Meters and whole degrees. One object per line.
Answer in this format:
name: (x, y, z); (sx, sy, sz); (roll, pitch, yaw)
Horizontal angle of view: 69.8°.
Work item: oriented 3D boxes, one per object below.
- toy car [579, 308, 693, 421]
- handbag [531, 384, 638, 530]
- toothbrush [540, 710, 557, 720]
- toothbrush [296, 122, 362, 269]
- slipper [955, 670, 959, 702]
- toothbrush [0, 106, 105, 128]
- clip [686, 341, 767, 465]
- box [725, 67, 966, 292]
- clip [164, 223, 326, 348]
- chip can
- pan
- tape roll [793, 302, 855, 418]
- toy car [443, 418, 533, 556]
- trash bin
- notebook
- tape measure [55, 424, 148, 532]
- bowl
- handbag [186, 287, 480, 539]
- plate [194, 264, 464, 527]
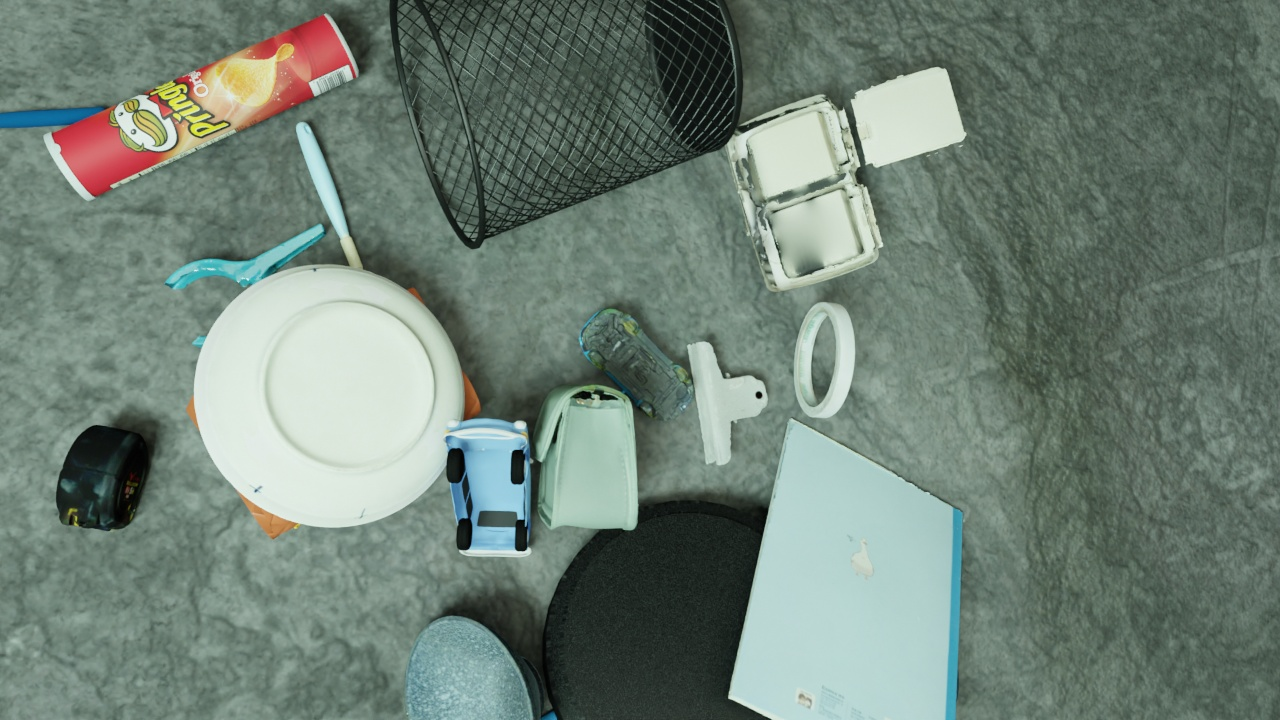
toy car: (-0.004, 0.004, 0.737); (0.105, 0.032, 0.048); (43, 78, -11)
handbag: (-0.045, 0.070, 0.680); (0.067, 0.122, 0.106); (1, 88, -11)
toothbrush: (-0.102, 0.307, 0.704); (0.135, 0.017, 0.022); (-32, 92, -15)
toothbrush: (-0.232, -0.111, 0.706); (0.022, 0.016, 0.155); (-23, 92, -45)
slipper: (0.142, 0.280, 0.722); (0.265, 0.083, 0.109); (-8, 90, -11)
toothbrush: (-0.475, -0.171, 0.660); (0.167, 0.014, 0.014); (-7, 76, -13)
clip: (0.075, 0.031, 0.748); (0.059, 0.052, 0.102); (-10, 89, 0)
box: (0.172, -0.146, 0.742); (0.185, 0.044, 0.143); (-15, 91, 23)
clip: (-0.281, -0.039, 0.686); (0.130, 0.030, 0.120); (-8, 83, -11)
chip can: (-0.317, -0.189, 0.676); (0.214, 0.052, 0.052); (-30, 92, -13)
pan: (0.098, 0.240, 0.679); (0.356, 0.034, 0.224); (25, 64, 9)
tape roll: (0.147, -0.001, 0.739); (0.013, 0.093, 0.093); (5, 85, -13)
toy car: (-0.107, 0.090, 0.662); (0.056, 0.154, 0.054); (2, 46, -3)
trash bin: (-0.051, -0.200, 0.676); (0.209, 0.184, 0.184); (-20, 90, -19)
notebook: (0.170, 0.179, 0.705); (0.181, 0.009, 0.252); (29, 47, -8)
tape measure: (-0.373, 0.082, 0.635); (0.042, 0.071, 0.072); (15, 77, -7)
bowl: (-0.109, 0.250, 0.674); (0.057, 0.137, 0.137); (-1, 85, -52)
handbag: (-0.215, 0.037, 0.661); (0.171, 0.060, 0.109); (-33, 94, -33)
plate: (-0.199, 0.020, 0.620); (0.182, 0.034, 0.182); (7, 76, -31)
